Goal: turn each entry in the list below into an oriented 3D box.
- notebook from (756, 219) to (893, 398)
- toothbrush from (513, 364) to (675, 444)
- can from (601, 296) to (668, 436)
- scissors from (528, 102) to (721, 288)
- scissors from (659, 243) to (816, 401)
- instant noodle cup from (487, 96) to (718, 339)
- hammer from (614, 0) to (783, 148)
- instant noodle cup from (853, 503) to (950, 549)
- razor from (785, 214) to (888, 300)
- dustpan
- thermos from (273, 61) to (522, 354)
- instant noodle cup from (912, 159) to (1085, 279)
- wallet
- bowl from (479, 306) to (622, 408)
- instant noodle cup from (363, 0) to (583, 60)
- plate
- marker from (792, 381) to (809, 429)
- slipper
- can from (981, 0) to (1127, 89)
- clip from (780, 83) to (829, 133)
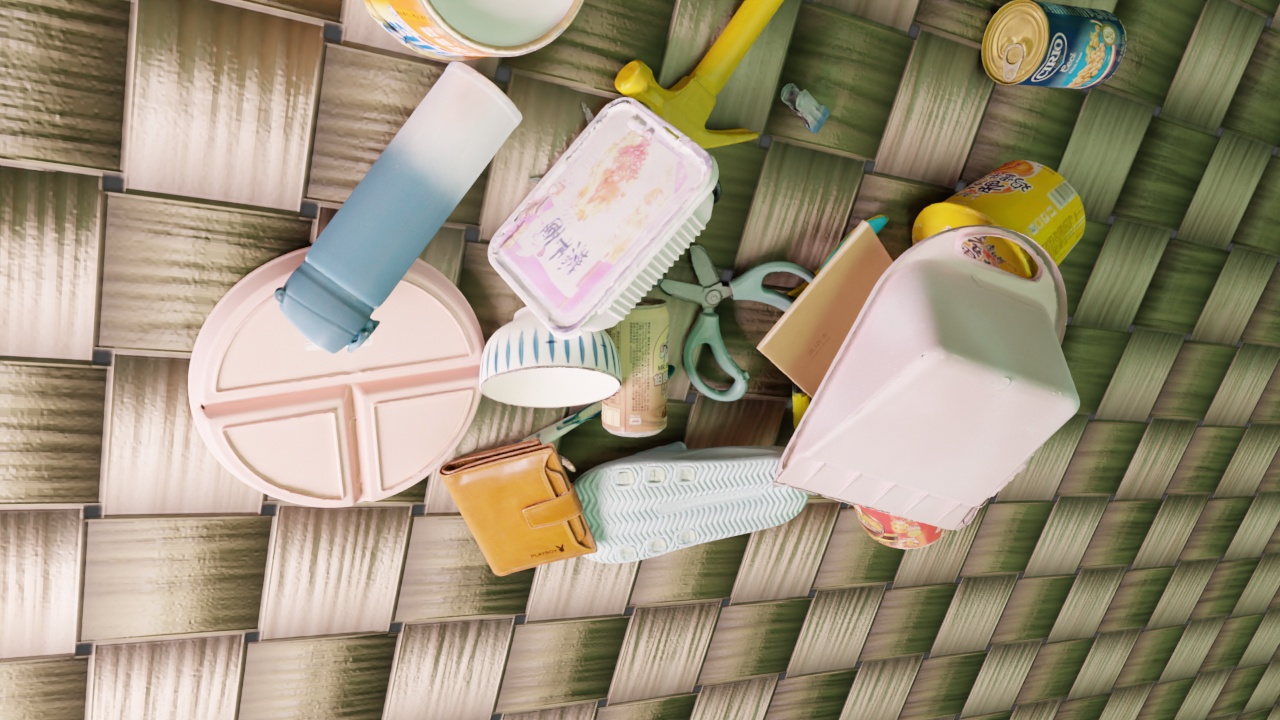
[{"bbox_3d":[0.205,-0.031,0.904,0.149,0.012,0.211,-50,143,4],"label":"notebook"},{"bbox_3d":[-0.051,0.052,0.844,0.191,0.016,0.018,-28,158,-12],"label":"toothbrush"},{"bbox_3d":[-0.005,0.005,0.806,0.058,0.058,0.116,-6,105,-26],"label":"can"},{"bbox_3d":[-0.010,-0.136,0.777,0.180,0.014,0.159,-5,114,-23],"label":"scissors"},{"bbox_3d":[0.103,-0.046,0.861,0.181,0.019,0.170,-21,119,-1],"label":"scissors"},{"bbox_3d":[-0.022,-0.103,0.710,0.173,0.138,0.060,-49,143,7],"label":"instant noodle cup"},{"bbox_3d":[0.109,-0.303,0.743,0.128,0.033,0.301,32,97,-36],"label":"hammer"},{"bbox_3d":[0.286,0.129,0.992,0.137,0.138,0.109,-31,132,-11],"label":"instant noodle cup"},{"bbox_3d":[0.189,-0.092,0.890,0.043,0.028,0.132,40,98,-24],"label":"razor"},{"bbox_3d":[0.276,0.018,0.853,0.222,0.138,0.274,19,134,-21],"label":"dustpan"},{"bbox_3d":[-0.172,-0.106,0.652,0.070,0.070,0.220,38,84,-36],"label":"thermos"},{"bbox_3d":[0.358,-0.125,0.908,0.109,0.138,0.138,-38,126,-18],"label":"instant noodle cup"},{"bbox_3d":[-0.101,0.132,0.827,0.119,0.035,0.131,-13,122,11],"label":"wallet"},{"bbox_3d":[-0.074,-0.007,0.757,0.116,0.117,0.066,8,69,-31],"label":"bowl"},{"bbox_3d":[-0.106,-0.267,0.599,0.151,0.111,0.151,-12,118,-23],"label":"instant noodle cup"},{"bbox_3d":[-0.230,0.020,0.726,0.229,0.028,0.230,-11,117,-22],"label":"plate"},{"bbox_3d":[0.163,0.018,0.942,0.018,0.015,0.124,-17,117,-21],"label":"marker"},{"bbox_3d":[0.043,0.125,0.890,0.245,0.074,0.104,-8,112,-5],"label":"slipper"},{"bbox_3d":[0.392,-0.298,0.869,0.111,0.075,0.075,-6,116,-26],"label":"can"},{"bbox_3d":[0.149,-0.223,0.812,0.056,0.027,0.024,28,100,-45],"label":"clip"}]
